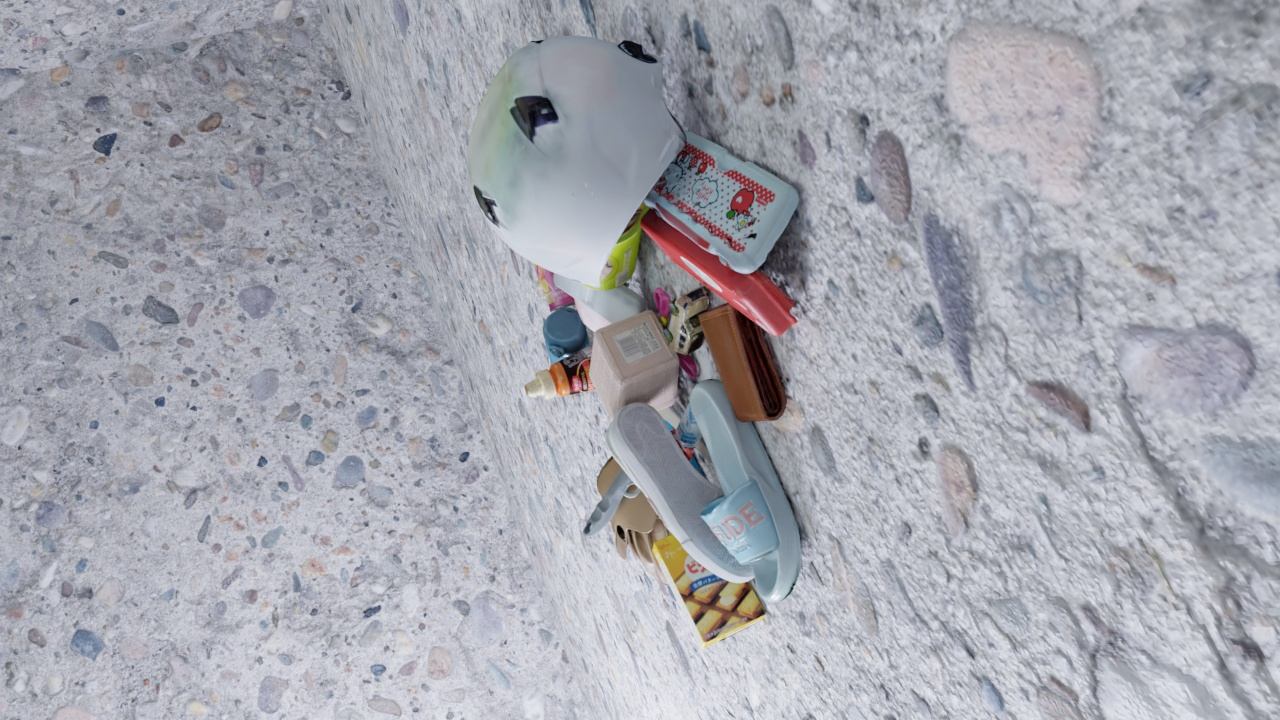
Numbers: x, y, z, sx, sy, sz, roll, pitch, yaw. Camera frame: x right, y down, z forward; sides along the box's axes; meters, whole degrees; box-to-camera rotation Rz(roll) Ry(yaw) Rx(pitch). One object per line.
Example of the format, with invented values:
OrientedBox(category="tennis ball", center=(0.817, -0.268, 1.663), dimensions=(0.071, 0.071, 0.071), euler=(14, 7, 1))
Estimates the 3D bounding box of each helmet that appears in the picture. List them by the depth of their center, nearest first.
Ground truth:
OrientedBox(category="helmet", center=(-0.087, -0.207, 0.879), dimensions=(0.230, 0.145, 0.258), euler=(-52, 40, 34))

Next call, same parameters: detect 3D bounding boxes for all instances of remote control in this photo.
OrientedBox(category="remote control", center=(-0.051, -0.085, 1.132), dimensions=(0.136, 0.020, 0.056), euler=(34, 136, 20))

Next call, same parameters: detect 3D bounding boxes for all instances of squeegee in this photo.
OrientedBox(category="squeegee", center=(-0.014, 0.139, 1.209), dimensions=(0.246, 0.039, 0.247), euler=(46, 120, 37))

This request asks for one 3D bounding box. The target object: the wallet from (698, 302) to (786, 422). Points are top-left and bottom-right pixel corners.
OrientedBox(category="wallet", center=(0.099, 0.002, 0.899), dimensions=(0.101, 0.032, 0.124), euler=(163, 88, -75))

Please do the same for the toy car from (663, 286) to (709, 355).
OrientedBox(category="toy car", center=(0.052, -0.042, 0.969), dimensions=(0.035, 0.042, 0.091), euler=(50, 156, 25))

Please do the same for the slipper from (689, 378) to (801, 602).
OrientedBox(category="slipper", center=(0.099, 0.139, 0.969), dimensions=(0.104, 0.074, 0.245), euler=(135, 115, -70))

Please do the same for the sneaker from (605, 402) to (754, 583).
OrientedBox(category="sneaker", center=(0.041, 0.163, 1.063), dimensions=(0.242, 0.089, 0.091), euler=(51, 147, 8))

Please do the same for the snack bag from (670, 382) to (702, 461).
OrientedBox(category="snack bag", center=(0.061, 0.074, 1.071), dimensions=(0.048, 0.026, 0.104), euler=(55, 145, 24))

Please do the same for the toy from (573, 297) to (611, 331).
OrientedBox(category="toy", center=(-0.067, -0.112, 1.224), dimensions=(0.121, 0.054, 0.159), euler=(-153, 47, -69))

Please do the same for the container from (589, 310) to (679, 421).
OrientedBox(category="container", center=(-0.006, 0.006, 1.087), dimensions=(0.111, 0.089, 0.090), euler=(97, 149, -64))

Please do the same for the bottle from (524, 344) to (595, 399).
OrientedBox(category="bottle", center=(-0.089, 0.018, 1.270), dimensions=(0.066, 0.149, 0.067), euler=(56, 157, 38))

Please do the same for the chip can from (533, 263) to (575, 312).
OrientedBox(category="chip can", center=(-0.132, -0.179, 1.318), dimensions=(0.210, 0.071, 0.071), euler=(70, 162, -1))

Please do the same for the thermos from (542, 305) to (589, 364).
OrientedBox(category="thermos", center=(-0.106, -0.012, 1.361), dimensions=(0.221, 0.070, 0.070), euler=(88, 158, -71))

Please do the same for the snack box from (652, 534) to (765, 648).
OrientedBox(category="snack box", center=(0.083, 0.273, 1.135), dimensions=(0.034, 0.086, 0.140), euler=(97, 149, -56))

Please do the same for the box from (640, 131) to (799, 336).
OrientedBox(category="box", center=(0.078, -0.119, 0.817), dimensions=(0.116, 0.099, 0.201), euler=(42, -178, -38))

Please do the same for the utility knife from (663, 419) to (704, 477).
OrientedBox(category="utility knife", center=(0.045, 0.101, 1.178), dimensions=(0.192, 0.018, 0.034), euler=(65, 146, 21))

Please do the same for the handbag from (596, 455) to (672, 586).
OrientedBox(category="handbag", center=(0.010, 0.217, 1.270), dimensions=(0.204, 0.099, 0.148), euler=(32, 138, 57))

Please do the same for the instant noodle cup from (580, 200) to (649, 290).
OrientedBox(category="instant noodle cup", center=(-0.046, -0.145, 1.061), dimensions=(0.124, 0.111, 0.111), euler=(90, 155, -64))

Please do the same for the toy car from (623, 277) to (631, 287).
OrientedBox(category="toy car", center=(-0.043, -0.127, 1.156), dimensions=(0.034, 0.042, 0.090), euler=(8, 118, 68))

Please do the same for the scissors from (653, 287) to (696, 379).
OrientedBox(category="scissors", center=(0.035, -0.027, 1.080), dimensions=(0.136, 0.017, 0.133), euler=(56, 162, 35))
